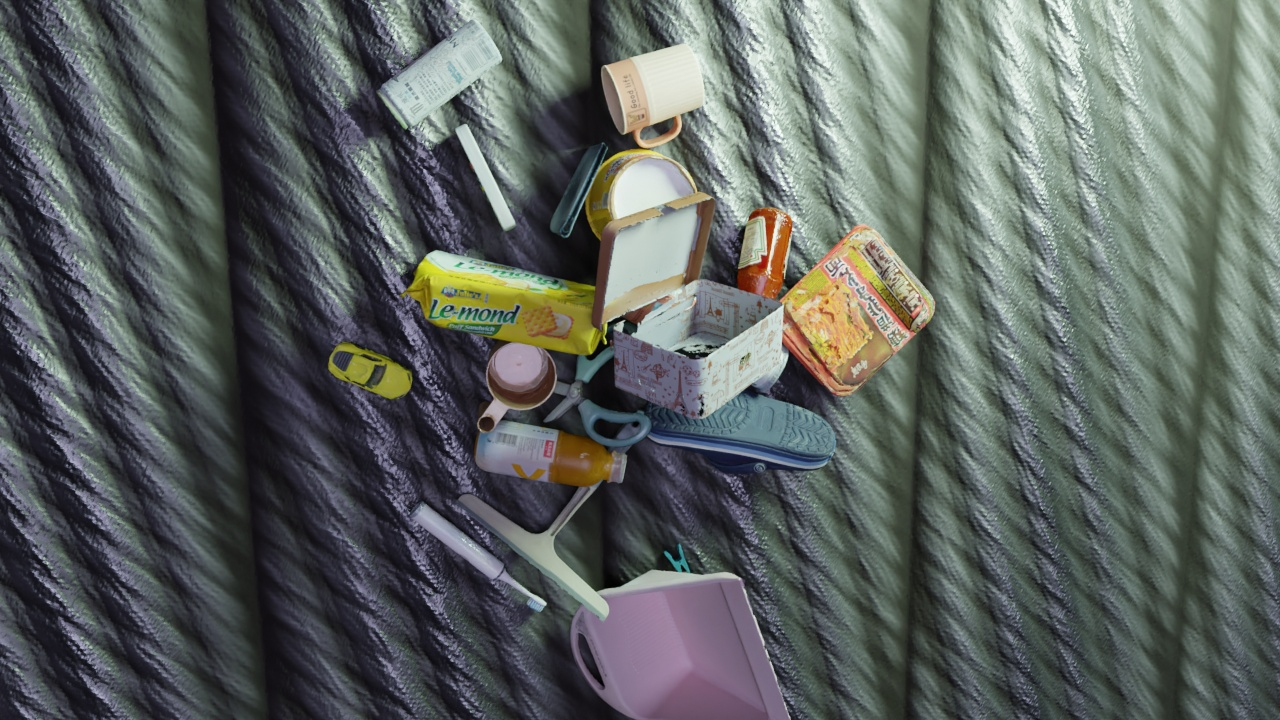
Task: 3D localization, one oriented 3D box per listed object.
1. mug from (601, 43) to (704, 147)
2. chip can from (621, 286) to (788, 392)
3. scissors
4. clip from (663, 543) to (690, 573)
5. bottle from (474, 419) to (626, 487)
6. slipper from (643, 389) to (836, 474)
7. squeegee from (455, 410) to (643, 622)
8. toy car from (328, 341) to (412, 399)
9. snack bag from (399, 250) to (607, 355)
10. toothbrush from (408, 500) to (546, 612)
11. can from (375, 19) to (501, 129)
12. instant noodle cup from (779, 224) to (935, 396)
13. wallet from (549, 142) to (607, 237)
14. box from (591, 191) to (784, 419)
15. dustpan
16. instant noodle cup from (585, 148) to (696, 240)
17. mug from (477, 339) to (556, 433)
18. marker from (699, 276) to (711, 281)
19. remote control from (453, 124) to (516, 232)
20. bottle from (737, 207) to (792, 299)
[{"bbox_3d":[0.018,-0.321,1.130,0.106,0.081,0.115,-20,128,-7],"label":"mug"},{"bbox_3d":[0.083,-0.038,1.185,0.214,0.071,0.071,28,94,-12],"label":"chip can"},{"bbox_3d":[-0.042,0.025,1.164,0.170,0.019,0.178,20,77,28],"label":"scissors"},{"bbox_3d":[0.054,0.280,1.261,0.049,0.015,0.057,-30,101,-6],"label":"clip"},{"bbox_3d":[-0.113,0.121,1.163,0.189,0.068,0.068,10,97,2],"label":"bottle"},{"bbox_3d":[0.127,0.096,1.207,0.253,0.104,0.095,10,133,0],"label":"slipper"},{"bbox_3d":[-0.070,0.166,1.210,0.246,0.039,0.246,37,84,6],"label":"squeegee"},{"bbox_3d":[-0.337,0.014,1.145,0.105,0.032,0.048,25,94,-14],"label":"toy car"},{"bbox_3d":[-0.155,-0.068,1.098,0.246,0.158,0.068,13,103,-10],"label":"snack bag"},{"bbox_3d":[-0.210,0.261,1.209,0.221,0.027,0.026,41,85,-13],"label":"toothbrush"},{"bbox_3d":[-0.238,-0.339,1.090,0.146,0.058,0.058,-37,103,-2],"label":"can"},{"bbox_3d":[0.270,-0.063,1.208,0.189,0.079,0.164,-43,103,-2],"label":"instant noodle cup"},{"bbox_3d":[-0.075,-0.207,1.118,0.019,0.097,0.121,24,95,-17],"label":"wallet"},{"bbox_3d":[0.059,-0.074,1.023,0.182,0.157,0.194,-32,133,-42],"label":"box"},{"bbox_3d":[0.036,0.387,1.182,0.138,0.274,0.222,-26,100,-30],"label":"dustpan"},{"bbox_3d":[0.007,-0.194,1.128,0.138,0.110,0.138,-1,98,-10],"label":"instant noodle cup"},{"bbox_3d":[-0.161,0.027,1.139,0.084,0.103,0.124,35,92,-13],"label":"mug"},{"bbox_3d":[0.091,-0.096,1.206,0.124,0.015,0.018,21,91,-10],"label":"marker"},{"bbox_3d":[-0.189,-0.221,1.119,0.019,0.056,0.135,-26,103,-4],"label":"remote control"},{"bbox_3d":[0.150,-0.091,1.158,0.059,0.060,0.205,15,73,-11],"label":"bottle"}]
